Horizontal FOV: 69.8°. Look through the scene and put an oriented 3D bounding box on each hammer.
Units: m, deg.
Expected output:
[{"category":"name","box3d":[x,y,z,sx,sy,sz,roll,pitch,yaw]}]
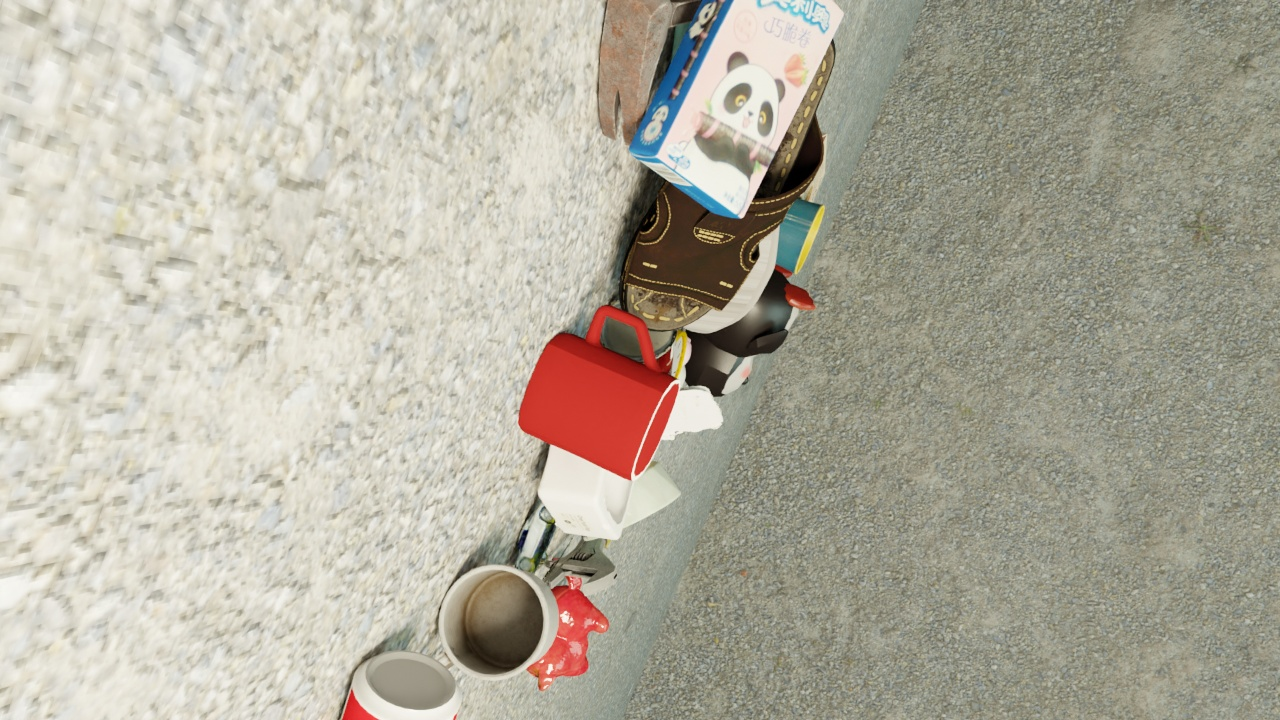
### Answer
[{"category":"hammer","box3d":[0.059,-0.248,0.661,0.313,0.035,0.138,-42,154,-53]}]

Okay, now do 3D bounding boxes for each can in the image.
[{"category":"can","box3d":[-0.167,0.262,0.599,0.132,0.070,0.070,-70,168,14]}]

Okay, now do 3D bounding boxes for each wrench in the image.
[{"category":"wrench","box3d":[-0.043,0.194,1.030,0.272,0.084,0.018,-48,134,-72]}]

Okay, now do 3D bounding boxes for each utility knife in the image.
[{"category":"utility knife","box3d":[0.031,-0.227,0.685,0.022,0.015,0.141,-55,161,-40]}]

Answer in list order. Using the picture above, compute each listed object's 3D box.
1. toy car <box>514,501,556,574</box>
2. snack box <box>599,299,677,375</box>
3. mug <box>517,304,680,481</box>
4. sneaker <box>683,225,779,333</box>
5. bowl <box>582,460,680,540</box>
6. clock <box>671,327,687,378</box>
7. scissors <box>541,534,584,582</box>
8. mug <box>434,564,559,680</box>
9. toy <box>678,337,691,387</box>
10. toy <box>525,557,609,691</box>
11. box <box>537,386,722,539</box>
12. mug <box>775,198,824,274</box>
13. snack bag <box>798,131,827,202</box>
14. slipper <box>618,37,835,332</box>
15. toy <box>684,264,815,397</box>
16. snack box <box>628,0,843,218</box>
[{"category":"toy car","box3d":[-0.094,0.160,0.832,0.090,0.027,0.038,-67,169,11]},{"category":"snack box","box3d":[-0.005,0.005,0.828,0.121,0.072,0.072,92,24,-56]},{"category":"mug","box3d":[-0.025,0.020,0.704,0.116,0.096,0.080,-69,168,8]},{"category":"sneaker","box3d":[0.075,-0.141,0.783,0.089,0.099,0.237,-74,177,-63]},{"category":"bowl","box3d":[-0.021,0.140,0.983,0.117,0.061,0.117,-26,180,0]},{"category":"clock","box3d":[0.010,0.029,0.990,0.113,0.052,0.152,-28,136,-71]},{"category":"scissors","box3d":[-0.112,0.230,0.857,0.157,0.012,0.171,-29,153,-58]},{"category":"mug","box3d":[-0.120,0.212,0.717,0.113,0.084,0.070,-36,166,-4]},{"category":"toy","box3d":[0.032,0.027,1.113,0.079,0.038,0.123,3,110,-64]},{"category":"toy","box3d":[-0.090,0.283,0.986,0.093,0.088,0.133,-4,105,-57]},{"category":"box","box3d":[0.001,0.079,0.804,0.107,0.132,0.151,74,28,-60]},{"category":"mug","box3d":[0.126,-0.151,0.985,0.078,0.121,0.078,-60,166,-26]},{"category":"snack bag","box3d":[0.146,-0.221,1.005,0.206,0.094,0.070,31,83,-78]},{"category":"slipper","box3d":[0.065,-0.124,0.684,0.075,0.113,0.268,-104,-144,-54]},{"category":"toy","box3d":[0.101,-0.038,1.142,0.184,0.140,0.159,-63,-147,29]},{"category":"snack box","box3d":[0.063,-0.178,0.581,0.088,0.033,0.154,26,91,-41]}]
